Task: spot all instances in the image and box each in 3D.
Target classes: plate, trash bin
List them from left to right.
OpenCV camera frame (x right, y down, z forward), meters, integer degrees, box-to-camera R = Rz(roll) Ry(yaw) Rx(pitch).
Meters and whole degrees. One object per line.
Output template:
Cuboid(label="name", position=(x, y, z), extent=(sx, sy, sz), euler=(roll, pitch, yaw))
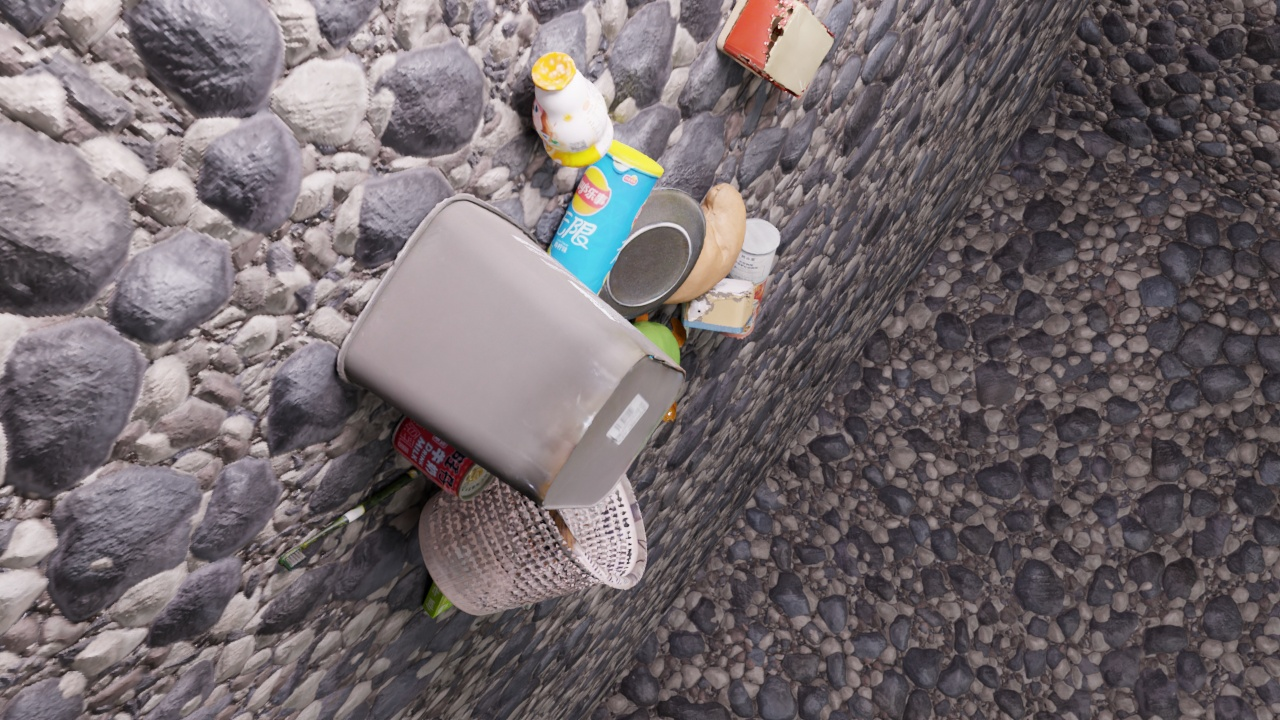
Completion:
Cuboid(label="trash bin", position=(-0.130, 0.183, 1.031), extent=(0.192, 0.227, 0.227), euler=(-28, 168, 17))
Cuboid(label="trash bin", position=(-0.099, 0.003, 0.801), extent=(0.199, 0.220, 0.199), euler=(-57, 160, 4))
Cuboid(label="plate", position=(0.006, -0.115, 1.056), extent=(0.179, 0.024, 0.180), euler=(-23, 141, -21))

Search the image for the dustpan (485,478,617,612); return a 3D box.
Cuboid(label="dustpan", position=(-0.131, 0.197, 1.251), extent=(0.222, 0.142, 0.258), euler=(-54, 180, -25))

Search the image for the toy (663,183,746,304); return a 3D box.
Cuboid(label="toy", position=(0.054, -0.130, 1.169), extent=(0.225, 0.082, 0.144), euler=(-39, 141, -31))

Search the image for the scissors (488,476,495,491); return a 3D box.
Cuboid(label="scissors", position=(-0.168, 0.199, 1.220), extent=(0.146, 0.014, 0.172), euler=(-54, 147, -38))

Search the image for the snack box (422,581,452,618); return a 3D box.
Cuboid(label="snack box", position=(-0.219, 0.282, 1.245), extent=(0.156, 0.026, 0.086), euler=(-29, 157, -41))

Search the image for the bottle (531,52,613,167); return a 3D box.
Cuboid(label="bottle", position=(-0.060, -0.210, 0.768), extent=(0.063, 0.063, 0.108), euler=(-51, 161, -10))

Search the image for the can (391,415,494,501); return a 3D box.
Cuboid(label="can", position=(-0.192, 0.089, 0.915), extent=(0.066, 0.094, 0.067), euler=(-46, 160, -23))

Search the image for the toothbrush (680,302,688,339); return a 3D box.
Cuboid(label="toothbrush", position=(0.065, -0.076, 1.373), extent=(0.190, 0.020, 0.029), euler=(85, 11, -64))

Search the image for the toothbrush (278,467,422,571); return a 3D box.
Cuboid(label="toothbrush", position=(-0.282, 0.154, 0.926), extent=(0.185, 0.017, 0.012), euler=(-36, 151, -44))

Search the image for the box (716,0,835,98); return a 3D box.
Cuboid(label="box", position=(0.163, -0.357, 1.031), extent=(0.091, 0.080, 0.168), euler=(-60, 161, 17))

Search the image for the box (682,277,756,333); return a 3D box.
Cuboid(label="box", position=(0.117, -0.084, 1.319), extent=(0.184, 0.090, 0.061), euler=(-31, 130, -73))

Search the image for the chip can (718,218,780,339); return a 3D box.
Cuboid(label="chip can", position=(0.164, -0.124, 1.446), extent=(0.071, 0.071, 0.215), euler=(-44, 159, -29))

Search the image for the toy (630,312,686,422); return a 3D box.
Cuboid(label="toy", position=(-0.007, 0.007, 1.228), extent=(0.246, 0.090, 0.227), euler=(6, 99, -61))

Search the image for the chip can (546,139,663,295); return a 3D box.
Cuboid(label="chip can", position=(-0.055, -0.115, 0.931), extent=(0.071, 0.071, 0.211), euler=(-15, 136, -62))
